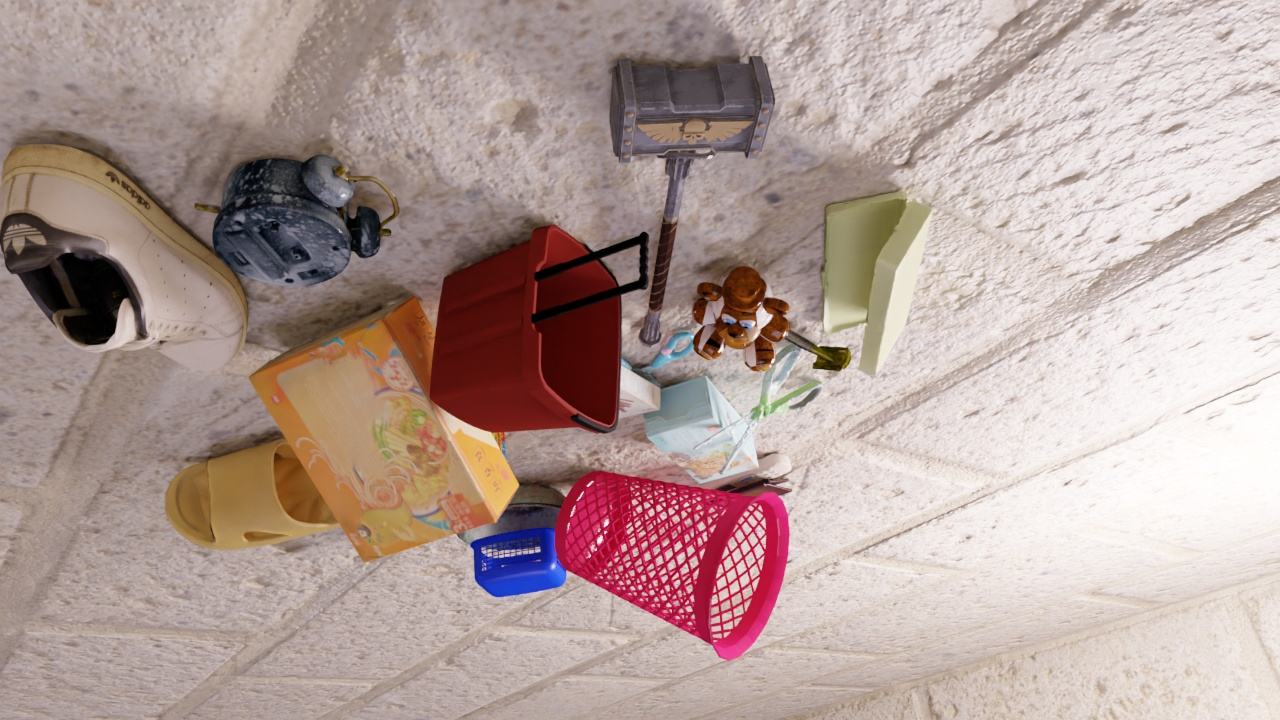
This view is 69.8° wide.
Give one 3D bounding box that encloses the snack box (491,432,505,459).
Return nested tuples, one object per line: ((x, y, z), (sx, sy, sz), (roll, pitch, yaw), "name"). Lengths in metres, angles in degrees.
((-0.189, 0.093, 0.926), (0.040, 0.088, 0.126), (-21, 147, 22), "snack box")

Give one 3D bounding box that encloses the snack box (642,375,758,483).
((0.067, 0.078, 0.993), (0.075, 0.053, 0.174), (-18, 151, 15), "snack box")

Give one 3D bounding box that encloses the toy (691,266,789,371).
((0.086, -0.040, 0.788), (0.087, 0.067, 0.113), (14, 164, 9), "toy")

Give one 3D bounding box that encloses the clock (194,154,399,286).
((-0.230, -0.096, 0.629), (0.129, 0.052, 0.090), (-10, 150, 6), "clock")

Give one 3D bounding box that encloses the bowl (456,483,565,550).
((-0.153, 0.194, 1.157), (0.157, 0.038, 0.158), (-6, 150, -3), "bowl")

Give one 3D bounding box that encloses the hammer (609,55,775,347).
((0.021, -0.094, 0.703), (0.098, 0.044, 0.323), (-3, 151, -7), "hammer")

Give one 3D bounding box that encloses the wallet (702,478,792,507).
((0.139, 0.170, 1.169), (0.092, 0.018, 0.115), (-22, 164, 21), "wallet")

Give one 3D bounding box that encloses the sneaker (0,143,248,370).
((-0.355, -0.040, 0.647), (0.089, 0.102, 0.242), (-9, 151, 2), "sneaker")

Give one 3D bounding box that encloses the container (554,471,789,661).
((0.028, 0.213, 1.050), (0.226, 0.183, 0.183), (12, 162, 32), "container")

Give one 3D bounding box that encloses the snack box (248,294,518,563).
((-0.213, 0.059, 0.791), (0.145, 0.080, 0.195), (-20, 107, 21), "snack box")

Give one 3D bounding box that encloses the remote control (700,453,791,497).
((0.133, 0.149, 1.166), (0.126, 0.018, 0.038), (-27, 145, 31), "remote control")

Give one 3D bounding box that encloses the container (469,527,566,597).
((-0.153, 0.261, 1.171), (0.114, 0.058, 0.096), (-11, 150, 6), "container")

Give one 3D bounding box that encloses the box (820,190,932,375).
((0.204, -0.065, 0.784), (0.077, 0.089, 0.188), (-37, 151, -11), "box")

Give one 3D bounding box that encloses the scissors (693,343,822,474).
((0.122, 0.048, 0.938), (0.171, 0.023, 0.169), (-26, 147, -27), "scissors")

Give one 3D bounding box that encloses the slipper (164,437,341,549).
((-0.357, 0.131, 0.943), (0.263, 0.099, 0.078), (-7, 160, -8), "slipper")

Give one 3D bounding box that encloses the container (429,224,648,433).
((-0.054, -0.024, 0.700), (0.201, 0.147, 0.127), (-12, 152, 26), "container")

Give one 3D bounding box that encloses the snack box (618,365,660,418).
((-0.056, 0.020, 0.882), (0.082, 0.026, 0.150), (-16, 150, 33), "snack box")

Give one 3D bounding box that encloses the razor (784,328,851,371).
((0.150, -0.019, 0.872), (0.106, 0.026, 0.042), (26, 171, -30), "razor")

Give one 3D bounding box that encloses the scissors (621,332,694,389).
((-0.007, 0.005, 0.895), (0.125, 0.015, 0.137), (6, 145, -23), "scissors")
